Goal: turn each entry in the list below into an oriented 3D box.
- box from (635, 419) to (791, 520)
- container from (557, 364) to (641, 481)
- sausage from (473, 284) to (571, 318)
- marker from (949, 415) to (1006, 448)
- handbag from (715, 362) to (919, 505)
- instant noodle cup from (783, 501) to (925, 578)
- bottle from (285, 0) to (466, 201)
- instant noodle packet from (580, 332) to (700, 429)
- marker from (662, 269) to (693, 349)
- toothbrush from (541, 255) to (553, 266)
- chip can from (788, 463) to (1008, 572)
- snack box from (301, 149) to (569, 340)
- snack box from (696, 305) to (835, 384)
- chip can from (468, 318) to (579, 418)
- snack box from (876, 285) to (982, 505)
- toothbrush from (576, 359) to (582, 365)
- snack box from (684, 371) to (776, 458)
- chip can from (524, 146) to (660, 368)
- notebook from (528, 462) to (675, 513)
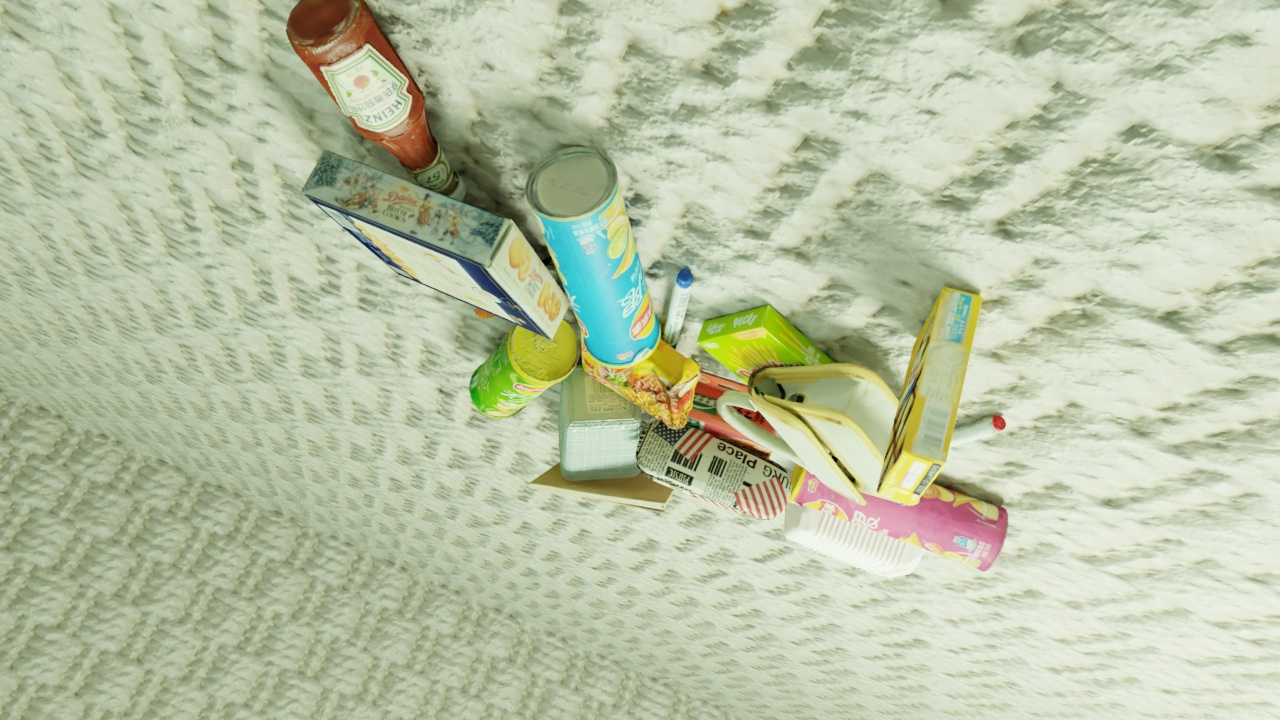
[{"bbox_3d":[0.073,0.113,0.934,0.164,0.071,0.060,24,137,2],"label":"box"},{"bbox_3d":[-0.043,0.064,0.983,0.090,0.089,0.112,-3,148,-6],"label":"container"},{"bbox_3d":[-0.115,-0.058,0.908,0.165,0.021,0.021,-5,143,44],"label":"sausage"},{"bbox_3d":[0.282,0.075,0.849,0.017,0.017,0.146,29,154,-12],"label":"marker"},{"bbox_3d":[0.156,0.070,0.837,0.179,0.063,0.163,0,145,43],"label":"handbag"},{"bbox_3d":[0.242,0.196,1.050,0.173,0.060,0.138,20,163,2],"label":"instant noodle cup"},{"bbox_3d":[-0.184,-0.182,0.683,0.060,0.059,0.206,13,159,19],"label":"bottle"},{"bbox_3d":[-0.005,0.005,0.890,0.128,0.044,0.111,34,151,16],"label":"instant noodle packet"},{"bbox_3d":[0.032,-0.040,0.830,0.017,0.016,0.146,20,155,5],"label":"marker"},{"bbox_3d":[-0.107,-0.085,0.861,0.017,0.014,0.189,46,148,-18],"label":"toothbrush"},{"bbox_3d":[0.262,0.147,0.943,0.210,0.071,0.071,20,155,6],"label":"chip can"},{"bbox_3d":[-0.167,-0.094,0.788,0.182,0.045,0.178,22,169,16],"label":"snack box"},{"bbox_3d":[0.133,0.010,0.833,0.156,0.026,0.086,38,150,-28],"label":"snack box"},{"bbox_3d":[-0.130,0.011,0.979,0.072,0.072,0.222,29,159,-13],"label":"chip can"},{"bbox_3d":[0.210,0.026,0.669,0.034,0.140,0.087,19,155,11],"label":"snack box"},{"bbox_3d":[-0.061,0.062,1.092,0.026,0.027,0.225,50,166,27],"label":"toothbrush"},{"bbox_3d":[0.086,0.068,0.963,0.113,0.044,0.127,17,154,11],"label":"snack box"},{"bbox_3d":[-0.033,-0.075,0.750,0.071,0.071,0.210,14,153,18],"label":"chip can"},{"bbox_3d":[-0.031,0.137,1.073,0.149,0.012,0.211,8,-175,9],"label":"notebook"}]
